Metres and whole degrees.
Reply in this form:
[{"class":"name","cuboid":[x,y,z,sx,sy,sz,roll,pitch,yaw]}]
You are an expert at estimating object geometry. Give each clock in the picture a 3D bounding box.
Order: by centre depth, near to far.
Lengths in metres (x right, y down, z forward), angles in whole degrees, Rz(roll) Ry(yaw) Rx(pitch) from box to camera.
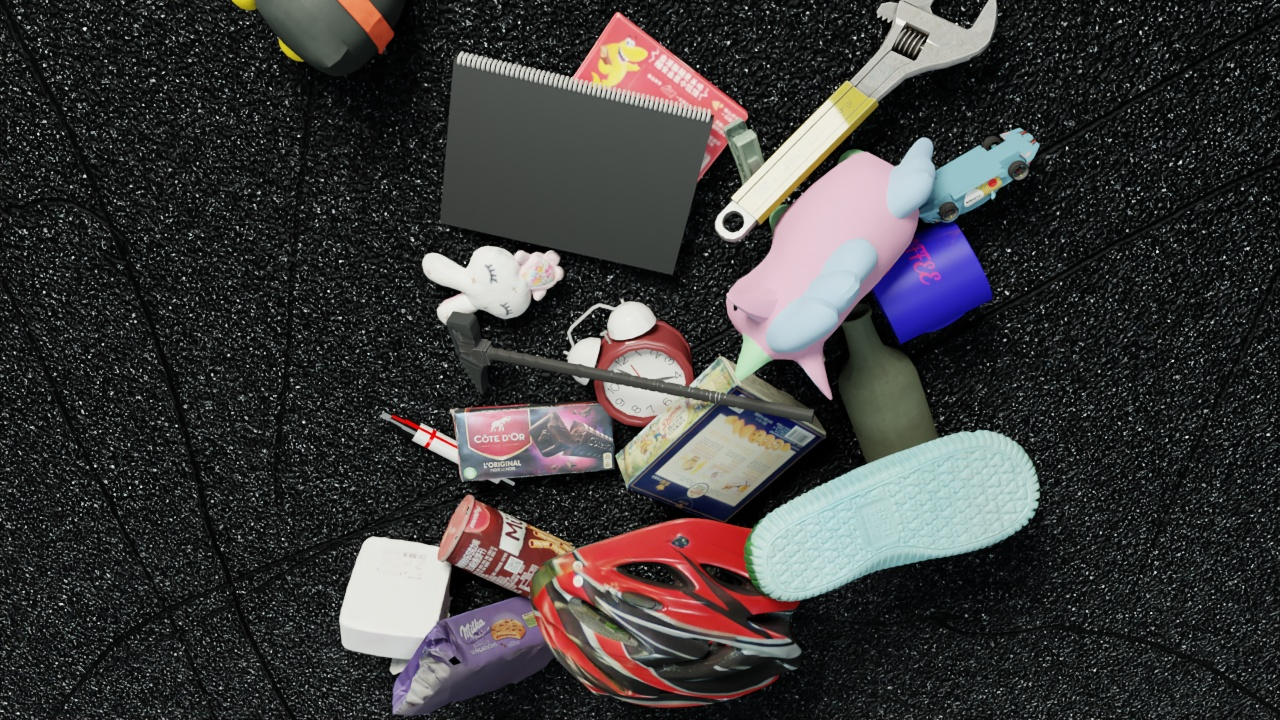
[{"class":"clock","cuboid":[-0.005,0.005,0.843,0.096,0.048,0.137,-41,111,19]}]

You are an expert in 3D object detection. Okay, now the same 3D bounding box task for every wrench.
[{"class":"wrench","cuboid":[0.163,-0.192,0.720,0.273,0.018,0.083,-46,77,6]}]

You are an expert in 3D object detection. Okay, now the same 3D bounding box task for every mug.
[{"class":"mug","cuboid":[0.250,-0.061,0.799,0.084,0.079,0.111,-28,142,13]}]

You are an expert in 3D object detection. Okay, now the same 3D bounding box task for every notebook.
[{"class":"notebook","cuboid":[-0.057,-0.159,0.759,0.206,0.016,0.149,12,126,-3]}]

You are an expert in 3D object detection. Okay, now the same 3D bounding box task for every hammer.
[{"class":"hammer","cuboid":[-0.013,0.021,0.792,0.325,0.015,0.095,11,140,18]}]

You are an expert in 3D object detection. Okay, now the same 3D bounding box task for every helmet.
[{"class":"helmet","cuboid":[0.028,0.238,0.868,0.271,0.166,0.218,9,141,-24]}]

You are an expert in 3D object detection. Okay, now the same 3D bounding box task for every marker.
[{"class":"marker","cuboid":[-0.188,0.086,0.901,0.145,0.019,0.019,30,113,-14]}]

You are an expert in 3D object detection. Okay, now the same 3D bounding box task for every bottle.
[{"class":"bottle","cuboid":[0.228,0.042,0.849,0.071,0.071,0.207,-21,115,10]}]

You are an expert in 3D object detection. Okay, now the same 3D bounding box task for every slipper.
[{"class":"slipper","cuboid":[0.219,0.134,0.818,0.276,0.069,0.116,-19,106,-5]}]

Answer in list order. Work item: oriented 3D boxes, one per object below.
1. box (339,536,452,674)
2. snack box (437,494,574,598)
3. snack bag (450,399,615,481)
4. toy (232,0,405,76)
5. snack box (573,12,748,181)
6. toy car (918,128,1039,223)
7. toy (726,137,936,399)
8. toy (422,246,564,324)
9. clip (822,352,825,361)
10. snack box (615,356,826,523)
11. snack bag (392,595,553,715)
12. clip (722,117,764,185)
[{"class":"box","cuboid":[-0.250,0.266,0.953,0.103,0.109,0.130,11,136,-6]},{"class":"snack box","cuboid":[-0.135,0.192,0.927,0.121,0.072,0.072,28,114,-14]},{"class":"snack bag","cuboid":[-0.101,0.076,0.887,0.155,0.018,0.075,-4,111,-3]},{"class":"toy","cuboid":[-0.222,-0.273,0.678,0.119,0.100,0.097,-48,154,-3]},{"class":"snack box","cuboid":[0.009,-0.205,0.749,0.133,0.021,0.089,33,112,-16]},{"class":"toy car","cuboid":[0.276,-0.147,0.760,0.108,0.060,0.027,-30,125,14]},{"class":"toy","cuboid":[0.154,-0.084,0.727,0.223,0.170,0.120,-41,110,19]},{"class":"toy","cuboid":[-0.129,-0.068,0.810,0.125,0.037,0.076,-7,125,12]},{"class":"clip","cuboid":[0.144,-0.015,0.846,0.047,0.025,0.062,-11,115,6]},{"class":"snack box","cuboid":[0.076,0.080,0.855,0.145,0.042,0.144,-44,134,20]},{"class":"snack bag","cuboid":[-0.150,0.293,0.923,0.058,0.205,0.097,48,117,25]},{"class":"clip","cuboid":[0.091,-0.162,0.756,0.023,0.047,0.076,-28,139,3]}]
